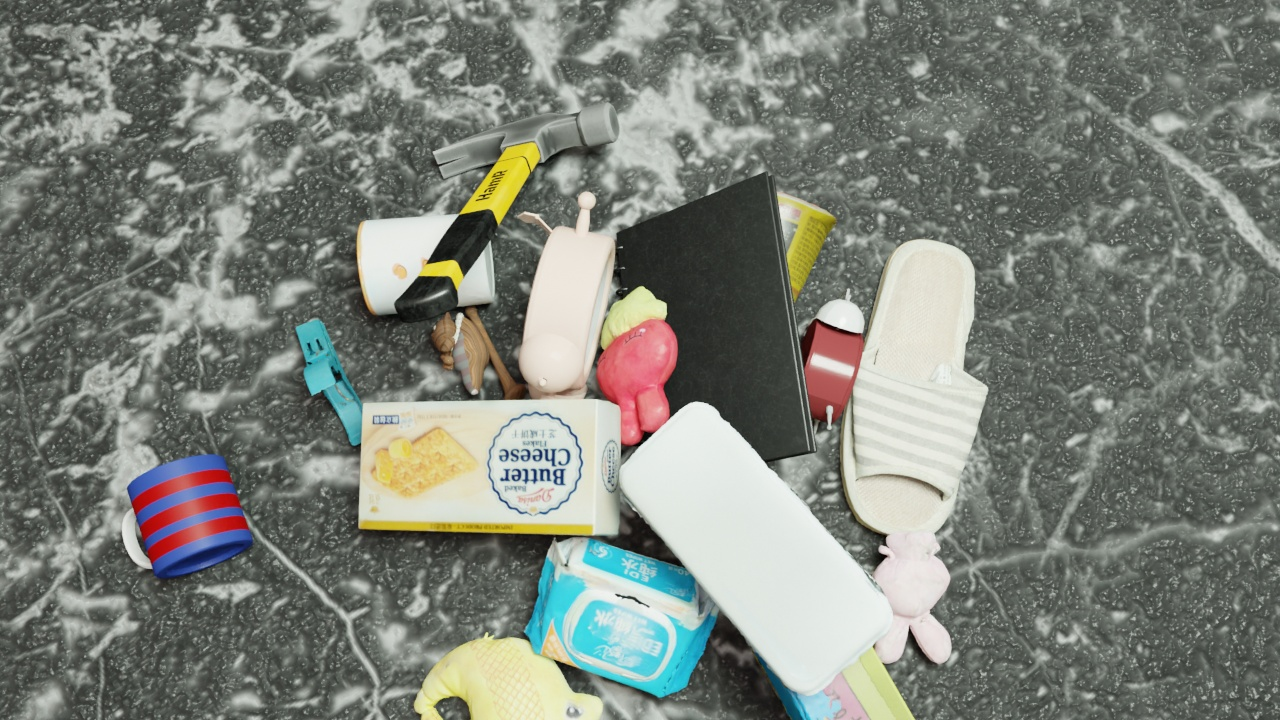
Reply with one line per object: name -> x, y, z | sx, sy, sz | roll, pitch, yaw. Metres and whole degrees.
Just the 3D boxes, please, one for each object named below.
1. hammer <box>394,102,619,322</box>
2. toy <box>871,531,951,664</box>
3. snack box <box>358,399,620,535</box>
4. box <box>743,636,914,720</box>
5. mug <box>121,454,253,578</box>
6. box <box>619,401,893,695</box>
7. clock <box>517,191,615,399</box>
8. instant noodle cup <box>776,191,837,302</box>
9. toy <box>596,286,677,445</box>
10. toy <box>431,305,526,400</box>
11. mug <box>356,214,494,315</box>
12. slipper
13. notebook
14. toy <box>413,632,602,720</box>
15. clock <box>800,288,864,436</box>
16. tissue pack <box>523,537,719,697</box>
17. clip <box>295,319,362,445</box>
hammer -> -0.125, -0.124, 0.733 | 0.170, 0.034, 0.323 | -8, 33, 16
toy -> 0.222, 0.194, 0.755 | 0.063, 0.047, 0.110 | 0, 87, 2
snack box -> -0.121, 0.086, 0.733 | 0.208, 0.057, 0.104 | -2, 82, 18
box -> 0.116, 0.198, 0.714 | 0.079, 0.124, 0.221 | -30, 77, -6
mug -> -0.380, 0.135, 0.750 | 0.112, 0.075, 0.076 | -30, 77, 18
box -> 0.078, 0.126, 0.645 | 0.118, 0.063, 0.213 | -39, 80, -5
clock -> -0.070, -0.043, 0.764 | 0.086, 0.131, 0.160 | 6, 76, 0
instant noodle cup -> 0.104, -0.081, 0.804 | 0.100, 0.100, 0.112 | 19, 87, 4
toy -> -0.005, 0.004, 0.761 | 0.045, 0.092, 0.135 | 14, 60, -33
toy -> -0.146, -0.003, 0.801 | 0.054, 0.042, 0.101 | -19, 67, -28
mug -> -0.184, -0.085, 0.798 | 0.105, 0.082, 0.082 | -5, 76, -3
slipper -> 0.240, 0.018, 0.799 | 0.114, 0.054, 0.272 | 9, 75, 6
notebook -> 0.052, -0.022, 0.770 | 0.170, 0.019, 0.231 | -17, 73, 35
toy -> -0.102, 0.298, 0.715 | 0.155, 0.064, 0.170 | -14, 69, 7
clock -> 0.158, 0.000, 0.782 | 0.044, 0.087, 0.124 | 18, 79, 3
tissue pack -> -0.014, 0.202, 0.723 | 0.144, 0.061, 0.093 | 18, 107, 0
clip -> -0.260, 0.024, 0.786 | 0.033, 0.120, 0.118 | -31, 111, -8
